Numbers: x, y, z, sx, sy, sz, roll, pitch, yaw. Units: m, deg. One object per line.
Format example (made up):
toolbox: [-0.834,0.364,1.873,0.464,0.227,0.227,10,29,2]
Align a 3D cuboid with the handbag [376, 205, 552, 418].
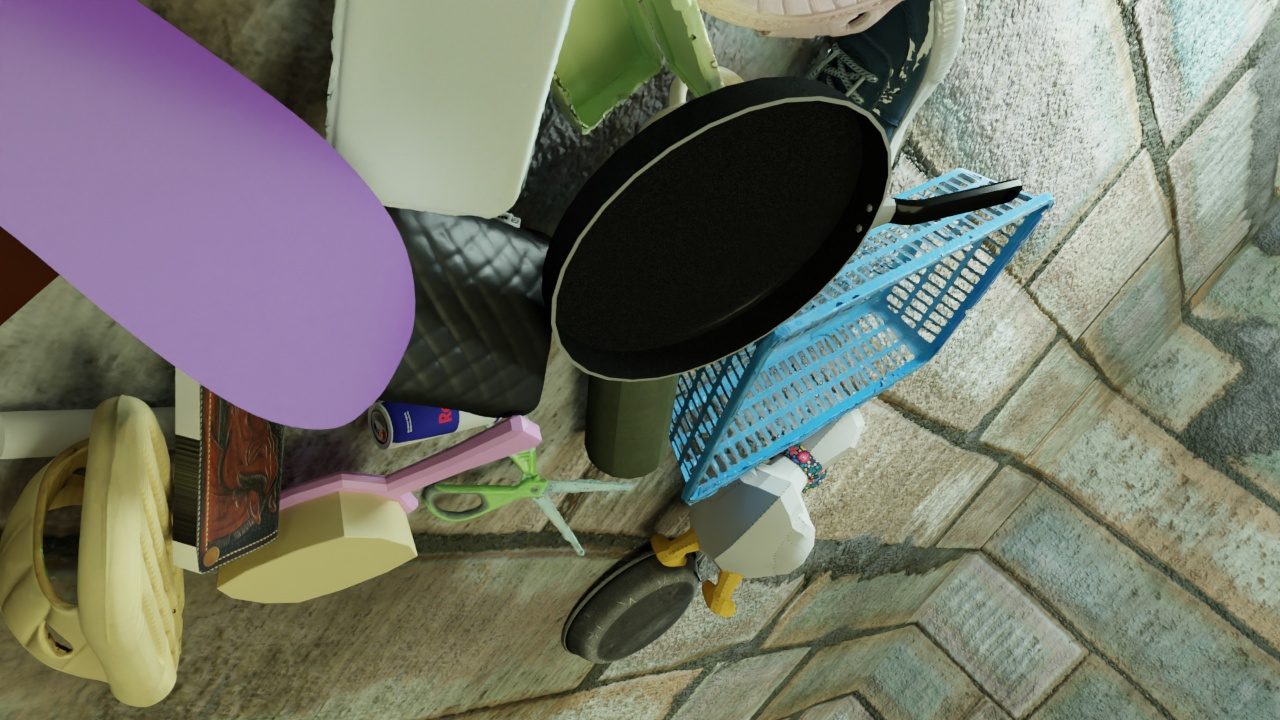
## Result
handbag: [-0.130,-0.040,0.534,0.153,0.115,0.125,15,91,-51]

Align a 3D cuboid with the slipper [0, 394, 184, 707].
slipper: [-0.285,0.117,0.475,0.079,0.111,0.262,0,147,-22]

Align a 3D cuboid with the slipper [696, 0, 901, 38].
slipper: [0.119,-0.245,0.555,0.239,0.094,0.064,-17,179,-19]

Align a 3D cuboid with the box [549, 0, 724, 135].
box: [-0.029,-0.185,0.450,0.083,0.091,0.188,-30,144,3]

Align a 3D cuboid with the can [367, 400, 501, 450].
can: [-0.138,0.036,0.634,0.095,0.032,0.032,-13,136,-41]

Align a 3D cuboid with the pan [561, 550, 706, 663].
pan: [0.060,0.236,1.084,0.356,0.055,0.187,-35,147,-9]

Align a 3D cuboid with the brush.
brush: [-0.162,0.096,0.574,0.229,0.043,0.089,-23,152,16]

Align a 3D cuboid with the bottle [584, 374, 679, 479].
bottle: [-0.004,0.004,0.717,0.071,0.071,0.207,-26,143,-29]

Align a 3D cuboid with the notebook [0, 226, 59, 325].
notebook: [-0.298,-0.071,0.342,0.209,0.022,0.171,-43,150,-5]

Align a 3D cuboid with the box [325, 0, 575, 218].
box: [-0.075,-0.144,0.374,0.083,0.122,0.216,-55,167,-49]

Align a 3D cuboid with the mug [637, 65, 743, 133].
mug: [0.044,-0.135,0.605,0.099,0.096,0.120,-7,94,-38]

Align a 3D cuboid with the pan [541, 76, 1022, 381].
pan: [0.104,-0.086,0.577,0.355,0.034,0.226,-15,147,-24]

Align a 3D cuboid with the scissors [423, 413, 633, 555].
scissors: [-0.083,0.095,0.726,0.171,0.025,0.160,-1,110,-23]

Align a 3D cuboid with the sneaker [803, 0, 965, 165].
sneaker: [0.153,-0.190,0.674,0.087,0.089,0.236,-21,145,-27]

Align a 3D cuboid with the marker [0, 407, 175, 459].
marker: [-0.267,0.035,0.494,0.133,0.023,0.027,1,104,-50]

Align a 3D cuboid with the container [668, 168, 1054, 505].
container: [0.181,-0.035,0.838,0.361,0.089,0.258,-25,154,-29]

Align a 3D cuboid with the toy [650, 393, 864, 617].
toy: [0.137,0.141,0.968,0.267,0.141,0.246,-47,172,3]

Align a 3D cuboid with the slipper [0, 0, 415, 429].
slipper: [-0.205,-0.079,0.360,0.107,0.084,0.266,-54,133,-9]

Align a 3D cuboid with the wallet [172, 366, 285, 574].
wallet: [-0.221,0.047,0.500,0.072,0.019,0.123,-25,124,-70]
